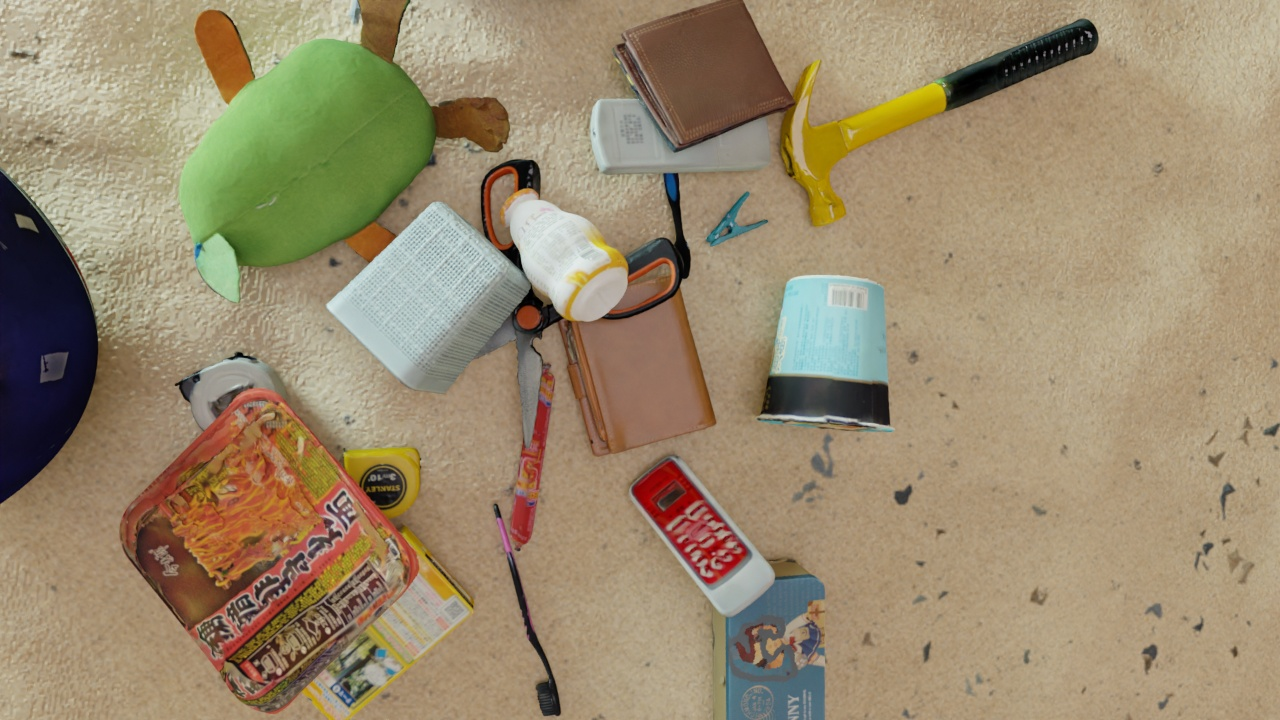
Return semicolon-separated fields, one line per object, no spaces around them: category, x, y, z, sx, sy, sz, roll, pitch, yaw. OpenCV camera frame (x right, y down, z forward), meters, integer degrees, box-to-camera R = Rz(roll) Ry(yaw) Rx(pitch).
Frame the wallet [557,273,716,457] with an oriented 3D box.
wallet;-0.004;0.004;0.750;0.107;0.031;0.132;-16;92;-8

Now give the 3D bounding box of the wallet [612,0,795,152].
wallet;0.053;-0.226;0.725;0.124;0.032;0.101;-26;86;-23

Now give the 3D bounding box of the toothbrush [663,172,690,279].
toothbrush;0.023;-0.161;0.755;0.014;0.016;0.189;-8;93;-8

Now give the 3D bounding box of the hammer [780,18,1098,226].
hammer;0.256;-0.227;0.784;0.300;0.033;0.129;-23;100;-8

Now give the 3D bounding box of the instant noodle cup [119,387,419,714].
instant noodle cup;-0.262;0.132;0.664;0.164;0.079;0.189;-43;83;4

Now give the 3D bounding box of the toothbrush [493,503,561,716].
toothbrush;-0.097;0.208;0.758;0.018;0.014;0.189;-15;97;3

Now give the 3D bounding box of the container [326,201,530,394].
container;-0.149;-0.047;0.674;0.090;0.090;0.111;43;92;7

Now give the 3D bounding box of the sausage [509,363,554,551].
sausage;-0.088;0.079;0.746;0.020;0.020;0.156;8;93;-12

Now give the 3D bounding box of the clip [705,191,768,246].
clip;0.078;-0.114;0.767;0.054;0.013;0.034;-35;99;-9

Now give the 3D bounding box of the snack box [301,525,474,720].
snack box;-0.212;0.209;0.726;0.140;0.034;0.087;-41;101;-7

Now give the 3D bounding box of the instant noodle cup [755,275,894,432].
instant noodle cup;0.154;-0.005;0.751;0.111;0.111;0.120;6;84;-12

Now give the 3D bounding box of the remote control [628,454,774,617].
remote control;0.048;0.141;0.745;0.056;0.020;0.136;-37;69;-7

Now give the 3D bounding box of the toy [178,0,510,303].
toy;-0.230;-0.154;0.665;0.246;0.090;0.227;-37;114;-3

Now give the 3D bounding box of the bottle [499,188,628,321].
bottle;-0.059;-0.080;0.678;0.063;0.063;0.108;-40;70;-6

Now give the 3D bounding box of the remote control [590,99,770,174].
remote control;0.033;-0.180;0.737;0.150;0.021;0.058;-5;85;-20

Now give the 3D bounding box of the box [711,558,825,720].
box;0.107;0.264;0.779;0.089;0.061;0.184;-4;93;-10

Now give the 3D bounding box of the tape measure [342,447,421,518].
tape measure;-0.202;0.094;0.720;0.060;0.029;0.057;-2;94;-11

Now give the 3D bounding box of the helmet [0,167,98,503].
helmet;-0.481;-0.041;0.539;0.241;0.247;0.315;-31;108;11

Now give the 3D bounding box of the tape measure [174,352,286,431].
tape measure;-0.304;0.030;0.693;0.066;0.033;0.066;-27;101;-8

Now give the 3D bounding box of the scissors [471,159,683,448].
scissors;-0.074;-0.050;0.720;0.221;0.021;0.234;-10;86;5
